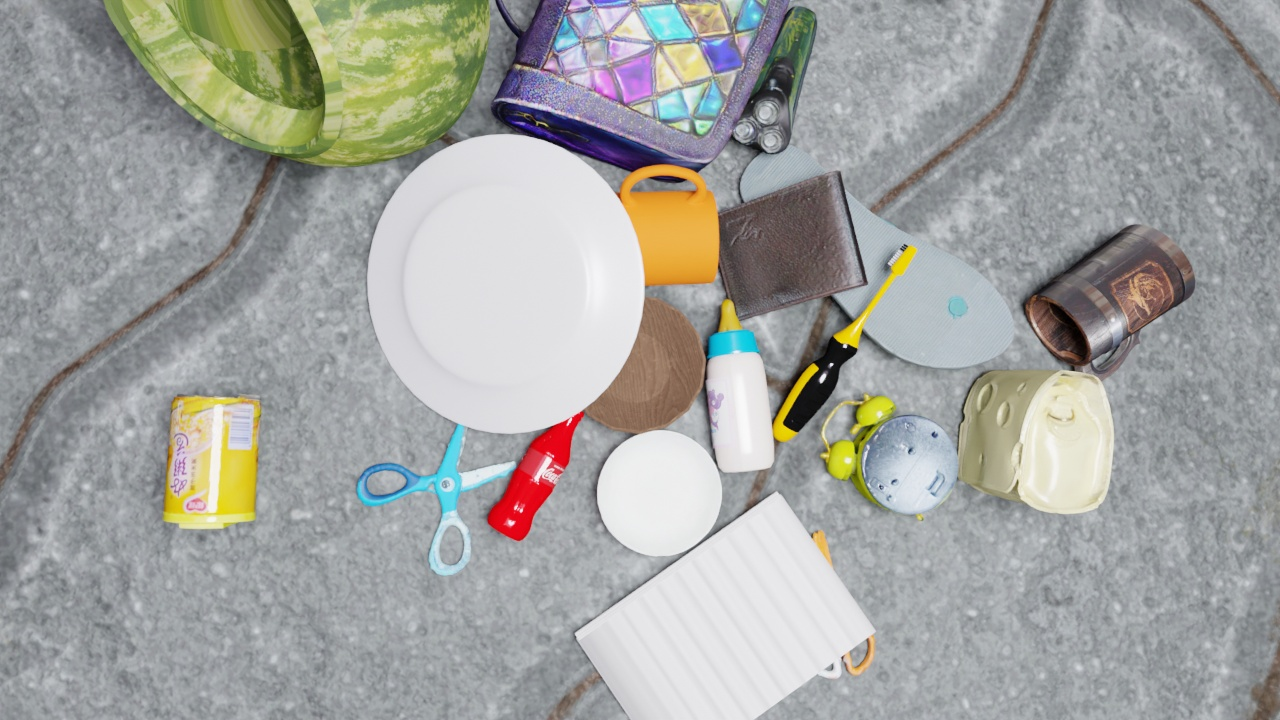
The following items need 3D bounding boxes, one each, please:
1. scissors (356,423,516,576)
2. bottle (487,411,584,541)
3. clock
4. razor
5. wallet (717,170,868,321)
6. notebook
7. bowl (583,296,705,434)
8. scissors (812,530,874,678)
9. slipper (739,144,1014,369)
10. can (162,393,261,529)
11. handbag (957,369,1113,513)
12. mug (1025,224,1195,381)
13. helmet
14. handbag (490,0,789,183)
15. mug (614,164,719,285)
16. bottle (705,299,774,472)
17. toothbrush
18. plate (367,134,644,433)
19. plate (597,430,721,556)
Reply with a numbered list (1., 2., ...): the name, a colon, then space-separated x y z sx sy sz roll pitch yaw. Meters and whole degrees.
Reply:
1. scissors: -0.175 0.108 0.769 0.137 0.011 0.134 14 87 -2
2. bottle: -0.083 0.091 0.764 0.036 0.036 0.119 30 83 -1
3. clock: 0.209 0.079 0.776 0.119 0.057 0.083 36 84 -1
4. razor: 0.123 -0.247 0.796 0.054 0.067 0.151 22 76 0
5. wallet: 0.122 -0.094 0.775 0.120 0.031 0.099 -15 86 26
6. notebook: 0.071 0.228 0.770 0.209 0.009 0.142 -34 87 -3
7. bowl: -0.004 0.004 0.779 0.118 0.030 0.117 0 82 -3
8. scissors: 0.161 0.208 0.785 0.064 0.013 0.128 -13 87 -5
9. slipper: 0.195 -0.081 0.799 0.269 0.055 0.098 39 88 11
10. can: -0.340 0.079 0.732 0.067 0.068 0.105 2 85 -4
11. handbag: 0.320 0.063 0.756 0.081 0.119 0.111 5 88 -3
12. mug: 0.410 -0.041 0.798 0.107 0.080 0.116 -34 114 -5
13. helmet: -0.226 -0.270 0.689 0.243 0.214 0.246 55 38 -29
14. handbag: -0.014 -0.266 0.744 0.222 0.125 0.205 24 89 -9
15. mug: 0.013 -0.113 0.753 0.096 0.113 0.077 -2 50 -4
16. bottle: 0.081 0.020 0.775 0.051 0.051 0.146 -6 85 -5
17. toothbrush: 0.169 -0.012 0.764 0.031 0.031 0.197 22 110 -31
18. plate: -0.116 -0.060 0.740 0.243 0.016 0.242 1 95 15
19. plate: 0.015 0.111 0.774 0.104 0.026 0.104 0 86 -5
